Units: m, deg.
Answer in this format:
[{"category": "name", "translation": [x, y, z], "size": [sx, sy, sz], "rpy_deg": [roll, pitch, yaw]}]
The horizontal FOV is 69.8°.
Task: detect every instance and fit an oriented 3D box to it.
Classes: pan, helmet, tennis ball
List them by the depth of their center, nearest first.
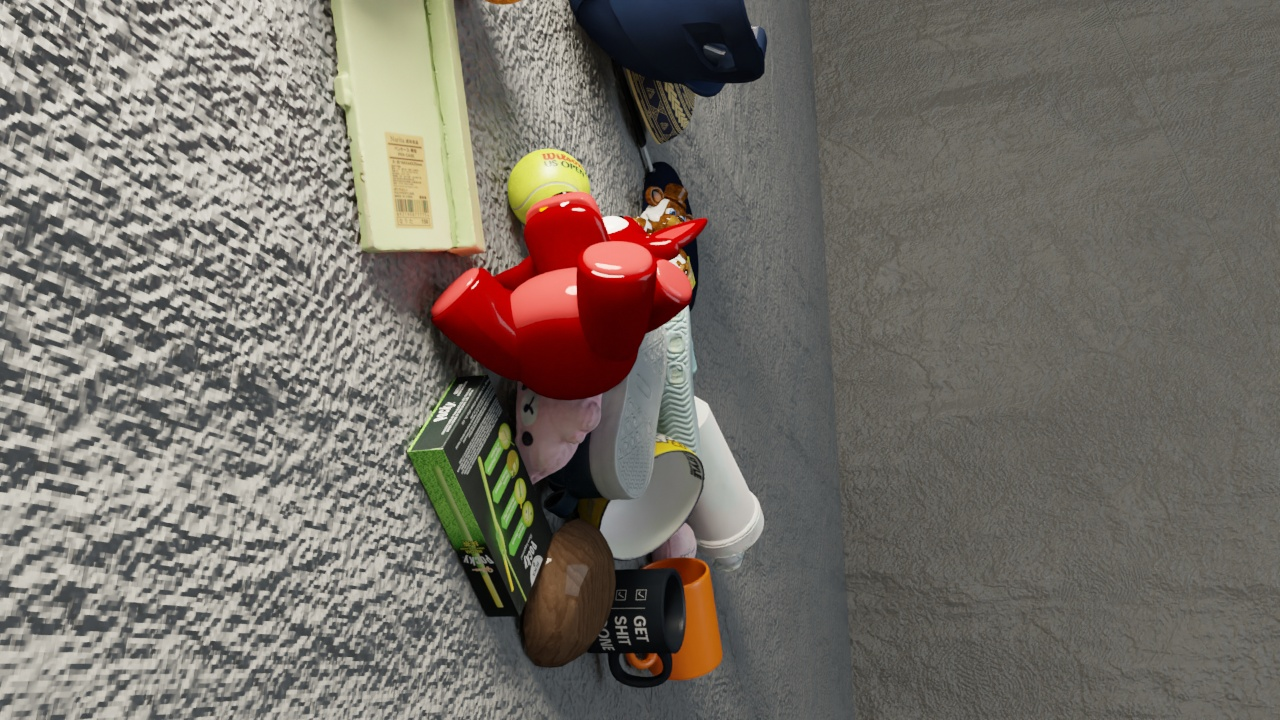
[{"category": "tennis ball", "translation": [-0.073, -0.134, 0.728], "size": [0.065, 0.065, 0.065], "rpy_deg": [-5, 90, -72]}, {"category": "helmet", "translation": [0.041, -0.383, 0.898], "size": [0.271, 0.223, 0.232], "rpy_deg": [9, 90, -62]}, {"category": "pan", "translation": [0.021, -0.212, 1.117], "size": [0.198, 0.021, 0.357], "rpy_deg": [-75, 152, -48]}]

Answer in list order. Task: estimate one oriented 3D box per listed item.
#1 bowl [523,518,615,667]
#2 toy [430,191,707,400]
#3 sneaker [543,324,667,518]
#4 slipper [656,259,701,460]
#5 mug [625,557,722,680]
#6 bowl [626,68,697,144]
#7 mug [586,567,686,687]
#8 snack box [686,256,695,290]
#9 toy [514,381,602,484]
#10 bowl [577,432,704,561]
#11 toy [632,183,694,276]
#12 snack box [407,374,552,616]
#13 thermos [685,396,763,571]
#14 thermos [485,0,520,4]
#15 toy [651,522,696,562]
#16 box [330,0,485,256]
[{"category": "bowl", "translation": [-0.047, 0.184, 0.717], "size": [0.117, 0.030, 0.118], "rpy_deg": [-32, 126, -59]}, {"category": "toy", "translation": [-0.041, -0.058, 0.653], "size": [0.196, 0.159, 0.120], "rpy_deg": [-66, 140, -58]}, {"category": "sneaker", "translation": [-0.035, 0.013, 0.764], "size": [0.089, 0.087, 0.235], "rpy_deg": [46, 42, -50]}, {"category": "slipper", "translation": [0.006, 0.017, 0.873], "size": [0.074, 0.104, 0.245], "rpy_deg": [-66, 147, -77]}, {"category": "mug", "translation": [0.026, 0.262, 0.911], "size": [0.112, 0.078, 0.096], "rpy_deg": [-19, 104, -43]}, {"category": "bowl", "translation": [0.031, -0.317, 1.071], "size": [0.112, 0.061, 0.112], "rpy_deg": [-18, 90, -77]}, {"category": "mug", "translation": [-0.004, 0.235, 0.801], "size": [0.071, 0.077, 0.105], "rpy_deg": [-27, 110, -71]}, {"category": "snack box", "translation": [0.026, -0.063, 1.036], "size": [0.147, 0.029, 0.040], "rpy_deg": [-63, 144, -46]}, {"category": "toy", "translation": [-0.061, 0.038, 0.677], "size": [0.052, 0.096, 0.099], "rpy_deg": [19, 63, -37]}, {"category": "bowl", "translation": [-0.009, 0.111, 0.813], "size": [0.117, 0.067, 0.117], "rpy_deg": [-24, 133, -29]}, {"category": "toy", "translation": [0.026, -0.147, 1.030], "size": [0.087, 0.067, 0.112], "rpy_deg": [35, 68, -32]}, {"category": "snack box", "translation": [-0.104, 0.093, 0.625], "size": [0.080, 0.025, 0.148], "rpy_deg": [-70, 149, -54]}, {"category": "thermos", "translation": [0.080, 0.141, 1.070], "size": [0.099, 0.099, 0.220], "rpy_deg": [-75, 149, -48]}, {"category": "thermos", "translation": [-0.127, -0.292, 0.571], "size": [0.232, 0.091, 0.076], "rpy_deg": [-12, 118, -72]}, {"category": "toy", "translation": [0.032, 0.189, 0.983], "size": [0.063, 0.047, 0.110], "rpy_deg": [-83, 157, -57]}, {"category": "box", "translation": [-0.138, -0.160, 0.580], "size": [0.140, 0.047, 0.188], "rpy_deg": [-12, 97, -70]}]
